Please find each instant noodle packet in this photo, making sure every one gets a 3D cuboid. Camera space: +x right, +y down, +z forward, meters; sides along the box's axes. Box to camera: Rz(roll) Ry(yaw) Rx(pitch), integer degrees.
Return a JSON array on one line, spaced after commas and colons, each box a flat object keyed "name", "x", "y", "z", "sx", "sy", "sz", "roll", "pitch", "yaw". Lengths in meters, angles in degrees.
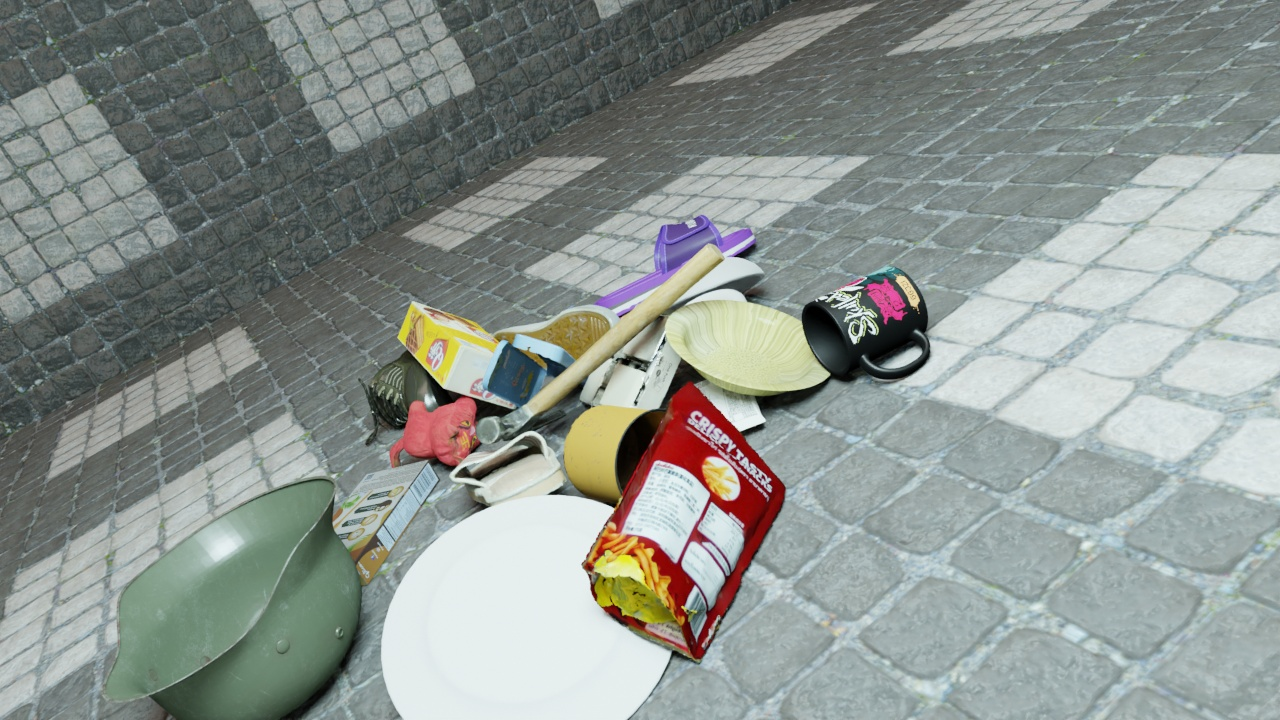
[{"name": "instant noodle packet", "x": 0.085, "y": 0.049, "z": 0.991, "sx": 0.087, "sy": 0.026, "sz": 0.134, "roll": -22, "pitch": 24, "yaw": 9}]

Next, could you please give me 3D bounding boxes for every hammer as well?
[{"name": "hammer", "x": -0.037, "y": -0.015, "z": 1.029, "sx": 0.331, "sy": 0.033, "sz": 0.132, "roll": -40, "pitch": -14, "yaw": 18}]

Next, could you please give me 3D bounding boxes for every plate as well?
[{"name": "plate", "x": -0.091, "y": 0.202, "z": 0.738, "sx": 0.242, "sy": 0.016, "sz": 0.242, "roll": -5, "pitch": 44, "yaw": 5}, {"name": "plate", "x": 0.115, "y": -0.005, "z": 0.998, "sx": 0.184, "sy": 0.036, "sz": 0.184, "roll": 8, "pitch": 31, "yaw": -5}]

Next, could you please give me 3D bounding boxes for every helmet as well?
[{"name": "helmet", "x": -0.360, "y": 0.249, "z": 0.859, "sx": 0.227, "sy": 0.154, "sz": 0.267, "roll": -17, "pitch": 20, "yaw": 21}]

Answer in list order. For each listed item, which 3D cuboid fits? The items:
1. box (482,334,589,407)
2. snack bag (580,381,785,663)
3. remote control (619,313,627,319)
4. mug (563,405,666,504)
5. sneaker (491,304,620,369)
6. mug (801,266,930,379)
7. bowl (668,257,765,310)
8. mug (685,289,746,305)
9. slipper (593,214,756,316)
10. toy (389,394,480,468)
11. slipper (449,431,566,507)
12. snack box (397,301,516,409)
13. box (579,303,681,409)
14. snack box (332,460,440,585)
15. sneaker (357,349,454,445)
[{"name": "box", "x": -0.121, "y": 0.024, "z": 1.120, "sx": 0.085, "sy": 0.073, "sz": 0.209, "roll": -63, "pitch": -11, "yaw": -6}, {"name": "snack bag", "x": 0.046, "y": 0.126, "z": 0.749, "sx": 0.067, "sy": 0.139, "sz": 0.207, "roll": -38, "pitch": 13, "yaw": 50}, {"name": "remote control", "x": 0.018, "y": -0.073, "z": 1.324, "sx": 0.125, "sy": 0.018, "sz": 0.038, "roll": -27, "pitch": 23, "yaw": 1}, {"name": "mug", "x": -0.004, "y": 0.096, "z": 0.910, "sx": 0.123, "sy": 0.100, "sz": 0.094, "roll": 9, "pitch": -4, "yaw": -39}, {"name": "sneaker", "x": -0.110, "y": -0.026, "z": 1.302, "sx": 0.236, "sy": 0.087, "sz": 0.079, "roll": -10, "pitch": 3, "yaw": 37}, {"name": "mug", "x": 0.239, "y": -0.029, "z": 0.937, "sx": 0.098, "sy": 0.082, "sz": 0.118, "roll": -25, "pitch": 55, "yaw": -16}, {"name": "bowl", "x": 0.085, "y": -0.102, "z": 1.197, "sx": 0.149, "sy": 0.043, "sz": 0.149, "roll": -20, "pitch": -7, "yaw": -3}, {"name": "mug", "x": 0.084, "y": -0.037, "z": 1.118, "sx": 0.116, "sy": 0.068, "sz": 0.094, "roll": -6, "pitch": 30, "yaw": 38}, {"name": "slipper", "x": 0.039, "y": -0.156, "z": 1.363, "sx": 0.266, "sy": 0.084, "sz": 0.107, "roll": -28, "pitch": 9, "yaw": -3}, {"name": "toy", "x": -0.267, "y": 0.103, "z": 1.159, "sx": 0.133, "sy": 0.088, "sz": 0.094, "roll": -23, "pitch": 27, "yaw": 8}, {"name": "slipper", "x": -0.143, "y": 0.115, "z": 0.977, "sx": 0.115, "sy": 0.052, "sz": 0.263, "roll": -25, "pitch": 7, "yaw": -14}, {"name": "snack box", "x": -0.246, "y": -0.011, "z": 1.264, "sx": 0.230, "sy": 0.110, "sz": 0.062, "roll": 32, "pitch": 100, "yaw": 56}, {"name": "box", "x": -0.011, "y": 0.004, "z": 1.105, "sx": 0.144, "sy": 0.058, "sz": 0.188, "roll": -65, "pitch": 24, "yaw": -3}, {"name": "snack box", "x": -0.325, "y": 0.195, "z": 1.090, "sx": 0.101, "sy": 0.032, "sz": 0.185, "roll": -14, "pitch": 26, "yaw": 24}, {"name": "sneaker", "x": -0.356, "y": 0.056, "z": 1.330, "sx": 0.143, "sy": 0.101, "sz": 0.238, "roll": -31, "pitch": 23, "yaw": -9}]
